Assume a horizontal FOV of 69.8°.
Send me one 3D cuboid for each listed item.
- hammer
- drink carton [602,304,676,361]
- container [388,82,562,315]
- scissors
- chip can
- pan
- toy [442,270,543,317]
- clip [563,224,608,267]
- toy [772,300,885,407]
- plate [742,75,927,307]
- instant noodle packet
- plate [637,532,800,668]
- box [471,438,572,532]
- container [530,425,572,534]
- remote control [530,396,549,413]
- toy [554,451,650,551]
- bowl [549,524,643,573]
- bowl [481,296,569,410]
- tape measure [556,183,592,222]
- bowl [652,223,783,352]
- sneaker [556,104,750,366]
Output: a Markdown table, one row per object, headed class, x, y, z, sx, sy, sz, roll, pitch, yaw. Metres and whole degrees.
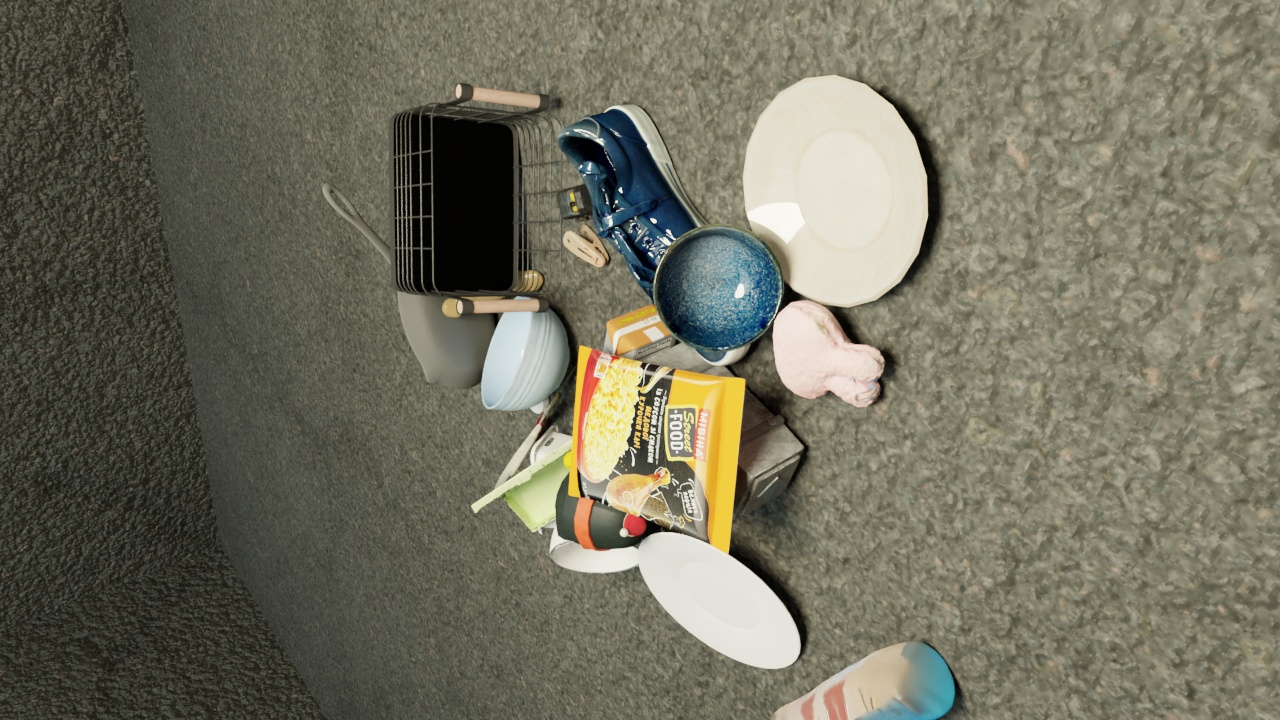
| class | x | y | z | sx | sy | sz | roll | pitch | yaw |
| --- | --- | --- | --- | --- | --- | --- | --- | --- | --- |
| hammer | 0.053 | 0.145 | 1.007 | 0.177 | 0.079 | 0.327 | 47 | 144 | 28 |
| drink carton | -0.006 | 0.006 | 1.013 | 0.048 | 0.076 | 0.125 | 45 | 141 | 30 |
| container | -0.183 | -0.177 | 1.043 | 0.130 | 0.162 | 0.241 | 10 | 101 | 52 |
| scissors | -0.140 | 0.098 | 1.192 | 0.015 | 0.179 | 0.199 | 33 | 156 | -2 |
| chip can | 0.207 | 0.345 | 0.897 | 0.080 | 0.079 | 0.230 | 55 | 141 | 20 |
| pan | -0.274 | -0.097 | 1.172 | 0.024 | 0.216 | 0.354 | -16 | 135 | 25 |
| toy | -0.202 | -0.125 | 1.193 | 0.108 | 0.134 | 0.106 | -110 | 2 | -48 |
| clip | -0.057 | -0.133 | 1.059 | 0.061 | 0.041 | 0.024 | 37 | 137 | 9 |
| toy | 0.163 | -0.001 | 0.803 | 0.105 | 0.053 | 0.108 | 30 | 148 | 28 |
| plate | 0.162 | -0.140 | 0.763 | 0.189 | 0.027 | 0.189 | 27 | 126 | 43 |
| instant noodle packet | 0.008 | 0.079 | 0.896 | 0.221 | 0.032 | 0.160 | 12 | 100 | 44 |
| plate | 0.087 | 0.264 | 1.018 | 0.209 | 0.015 | 0.209 | 27 | 142 | 23 |
| box | -0.102 | 0.136 | 1.113 | 0.188 | 0.130 | 0.064 | -35 | 53 | 25 |
| container | -0.101 | 0.158 | 1.198 | 0.049 | 0.080 | 0.129 | 4 | 113 | 17 |
| remote control | -0.155 | 0.007 | 1.252 | 0.043 | 0.013 | 0.136 | -11 | 97 | 53 |
| toy | -0.034 | 0.163 | 1.009 | 0.119 | 0.099 | 0.097 | 12 | 159 | 32 |
| bowl | -0.052 | 0.208 | 1.111 | 0.117 | 0.116 | 0.065 | 131 | 147 | -50 |
| bowl | -0.136 | -0.002 | 1.153 | 0.151 | 0.074 | 0.150 | -44 | 37 | 45 |
| tape measure | -0.059 | -0.172 | 0.998 | 0.063 | 0.067 | 0.038 | -2 | 105 | 53 |
| bowl | 0.066 | -0.068 | 0.826 | 0.060 | 0.114 | 0.114 | -105 | 5 | -77 |
| sneaker | 0.003 | -0.118 | 0.900 | 0.294 | 0.127 | 0.121 | 61 | 144 | 9 |
